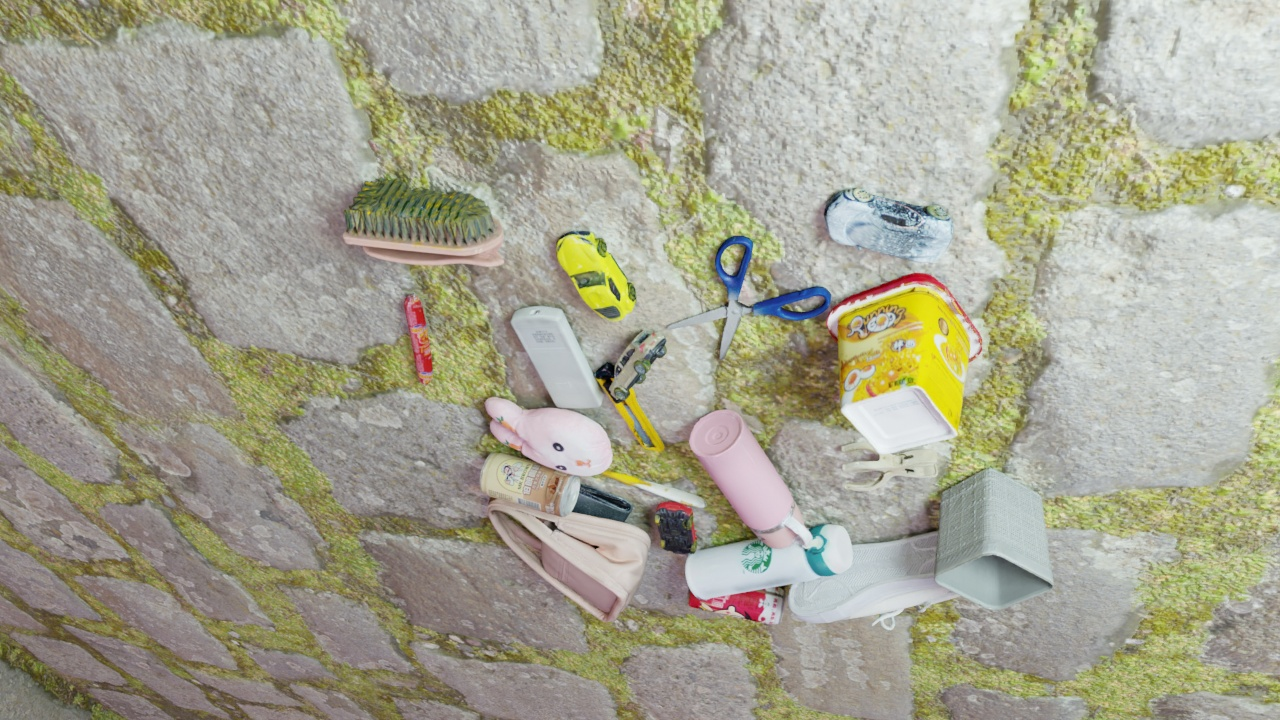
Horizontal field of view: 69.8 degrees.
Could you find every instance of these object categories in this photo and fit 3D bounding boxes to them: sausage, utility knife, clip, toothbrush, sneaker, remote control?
[{"bbox_3d":[-0.246,-0.021,1.025,0.020,0.020,0.156,12,141,5],"label":"sausage"},{"bbox_3d":[-0.011,0.056,1.035,0.033,0.015,0.154,-5,136,29],"label":"utility knife"},{"bbox_3d":[0.268,0.123,1.004,0.104,0.034,0.084,6,137,1],"label":"clip"},{"bbox_3d":[-0.009,0.154,1.150,0.191,0.016,0.018,17,152,0],"label":"toothbrush"},{"bbox_3d":[0.303,0.279,1.139,0.243,0.089,0.090,-25,130,31],"label":"sneaker"},{"bbox_3d":[-0.088,-0.001,0.990,0.058,0.021,0.150,-1,138,20],"label":"remote control"}]

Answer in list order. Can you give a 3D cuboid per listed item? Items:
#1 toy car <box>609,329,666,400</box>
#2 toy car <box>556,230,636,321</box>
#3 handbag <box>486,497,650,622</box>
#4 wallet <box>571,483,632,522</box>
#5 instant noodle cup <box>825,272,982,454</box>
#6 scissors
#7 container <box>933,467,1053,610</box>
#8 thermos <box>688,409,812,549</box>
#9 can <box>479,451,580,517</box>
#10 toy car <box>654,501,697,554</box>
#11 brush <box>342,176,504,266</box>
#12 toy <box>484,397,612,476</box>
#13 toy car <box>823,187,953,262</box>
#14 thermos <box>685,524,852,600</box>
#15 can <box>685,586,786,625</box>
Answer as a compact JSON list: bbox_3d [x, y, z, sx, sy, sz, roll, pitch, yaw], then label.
[{"bbox_3d":[-0.006,0.006,0.954,0.035,0.042,0.091,41,135,7],"label":"toy car"},{"bbox_3d":[-0.044,-0.078,0.876,0.048,0.032,0.105,-10,132,29],"label":"toy car"},{"bbox_3d":[-0.107,0.252,1.241,0.234,0.093,0.194,26,152,7],"label":"handbag"},{"bbox_3d":[-0.078,0.197,1.224,0.121,0.019,0.097,22,141,-4],"label":"wallet"},{"bbox_3d":[0.230,0.007,0.807,0.116,0.123,0.116,-21,128,37],"label":"instant noodle cup"},{"bbox_3d":[0.099,-0.055,0.870,0.175,0.012,0.162,0,139,20],"label":"scissors"},{"bbox_3d":[0.374,0.187,0.976,0.090,0.114,0.090,29,139,-14],"label":"container"},{"bbox_3d":[0.132,0.144,1.040,0.087,0.067,0.198,26,157,51],"label":"thermos"},{"bbox_3d":[-0.139,0.155,1.154,0.116,0.058,0.059,13,141,15],"label":"can"},{"bbox_3d":[0.048,0.219,1.193,0.049,0.031,0.106,5,138,15],"label":"toy car"},{"bbox_3d":[-0.197,-0.122,0.856,0.146,0.063,0.073,8,136,8],"label":"brush"},{"bbox_3d":[-0.109,0.090,1.084,0.159,0.054,0.121,15,147,12],"label":"toy"},{"bbox_3d":[0.203,-0.109,0.755,0.105,0.031,0.049,14,140,4],"label":"toy car"},{"bbox_3d":[0.162,0.255,1.167,0.225,0.073,0.073,-22,128,37],"label":"thermos"},{"bbox_3d":[0.133,0.329,1.275,0.133,0.053,0.053,11,140,7],"label":"can"}]
